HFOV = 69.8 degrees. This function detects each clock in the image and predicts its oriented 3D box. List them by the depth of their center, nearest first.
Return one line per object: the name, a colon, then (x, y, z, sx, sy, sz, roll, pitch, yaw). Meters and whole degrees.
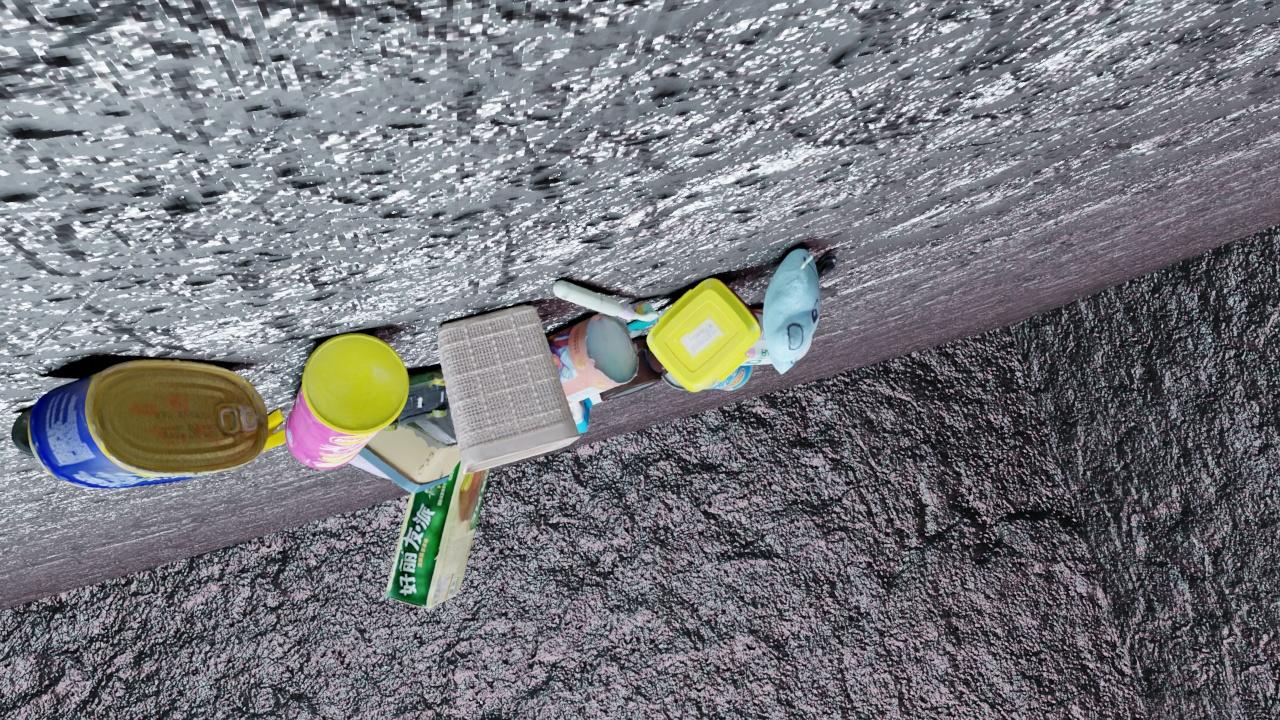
clock: (-0.006, 0.006, 1.061, 0.122, 0.055, 0.082, -18, 173, 1)

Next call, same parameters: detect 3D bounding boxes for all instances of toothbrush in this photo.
toothbrush: (-0.027, -0.048, 0.748, 0.029, 0.020, 0.189, 15, -177, 20)
toothbrush: (0.177, -0.085, 0.942, 0.018, 0.015, 0.181, -22, 174, -5)

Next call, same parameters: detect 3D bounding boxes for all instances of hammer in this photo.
hammer: (-0.385, 0.064, 0.732, 0.129, 0.033, 0.301, -17, 173, -1)

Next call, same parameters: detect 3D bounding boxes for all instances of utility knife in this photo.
utility knife: (-0.013, -0.029, 0.946, 0.029, 0.013, 0.216, -11, 171, -38)

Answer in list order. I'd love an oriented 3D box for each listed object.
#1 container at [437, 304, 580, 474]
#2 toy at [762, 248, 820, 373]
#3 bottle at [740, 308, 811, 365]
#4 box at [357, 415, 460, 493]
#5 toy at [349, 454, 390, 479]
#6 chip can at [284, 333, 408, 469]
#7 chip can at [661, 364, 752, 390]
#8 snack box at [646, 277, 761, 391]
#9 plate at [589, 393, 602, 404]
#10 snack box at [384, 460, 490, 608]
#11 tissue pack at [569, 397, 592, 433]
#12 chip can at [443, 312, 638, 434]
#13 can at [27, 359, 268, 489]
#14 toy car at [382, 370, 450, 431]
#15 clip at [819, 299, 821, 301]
container: (-0.110, 0.023, 0.725, 0.089, 0.111, 0.090, -15, 173, -14)
toy: (0.137, -0.047, 0.830, 0.050, 0.161, 0.156, 8, 135, 8)
bottle: (0.123, -0.027, 1.072, 0.068, 0.068, 0.196, -23, 168, 41)
box: (-0.230, 0.083, 0.930, 0.061, 0.090, 0.184, -54, 176, -1)
toy: (-0.323, 0.117, 1.114, 0.108, 0.039, 0.084, 24, 169, -7)
chip can: (-0.238, 0.040, 0.723, 0.071, 0.071, 0.211, -13, 172, -27)
chip can: (0.088, 0.004, 1.198, 0.071, 0.071, 0.210, -19, 173, 19)
snack box: (0.065, -0.024, 0.850, 0.091, 0.082, 0.080, -43, 174, 16)
plate: (-0.125, 0.059, 1.280, 0.266, 0.034, 0.161, -20, 172, 27)
snack box: (-0.243, 0.180, 1.150, 0.063, 0.240, 0.114, 13, 177, 8)
tissue pack: (-0.127, 0.058, 1.091, 0.140, 0.063, 0.090, -18, 151, -5)
chip can: (-0.101, 0.020, 0.889, 0.215, 0.071, 0.071, -22, 171, 38)
can: (-0.303, 0.041, 0.579, 0.049, 0.074, 0.148, -16, 174, 15)
toy car: (-0.210, 0.034, 0.845, 0.036, 0.043, 0.091, 29, -150, 34)
clip: (0.176, -0.068, 1.038, 0.056, 0.042, 0.014, -16, 171, 8)
